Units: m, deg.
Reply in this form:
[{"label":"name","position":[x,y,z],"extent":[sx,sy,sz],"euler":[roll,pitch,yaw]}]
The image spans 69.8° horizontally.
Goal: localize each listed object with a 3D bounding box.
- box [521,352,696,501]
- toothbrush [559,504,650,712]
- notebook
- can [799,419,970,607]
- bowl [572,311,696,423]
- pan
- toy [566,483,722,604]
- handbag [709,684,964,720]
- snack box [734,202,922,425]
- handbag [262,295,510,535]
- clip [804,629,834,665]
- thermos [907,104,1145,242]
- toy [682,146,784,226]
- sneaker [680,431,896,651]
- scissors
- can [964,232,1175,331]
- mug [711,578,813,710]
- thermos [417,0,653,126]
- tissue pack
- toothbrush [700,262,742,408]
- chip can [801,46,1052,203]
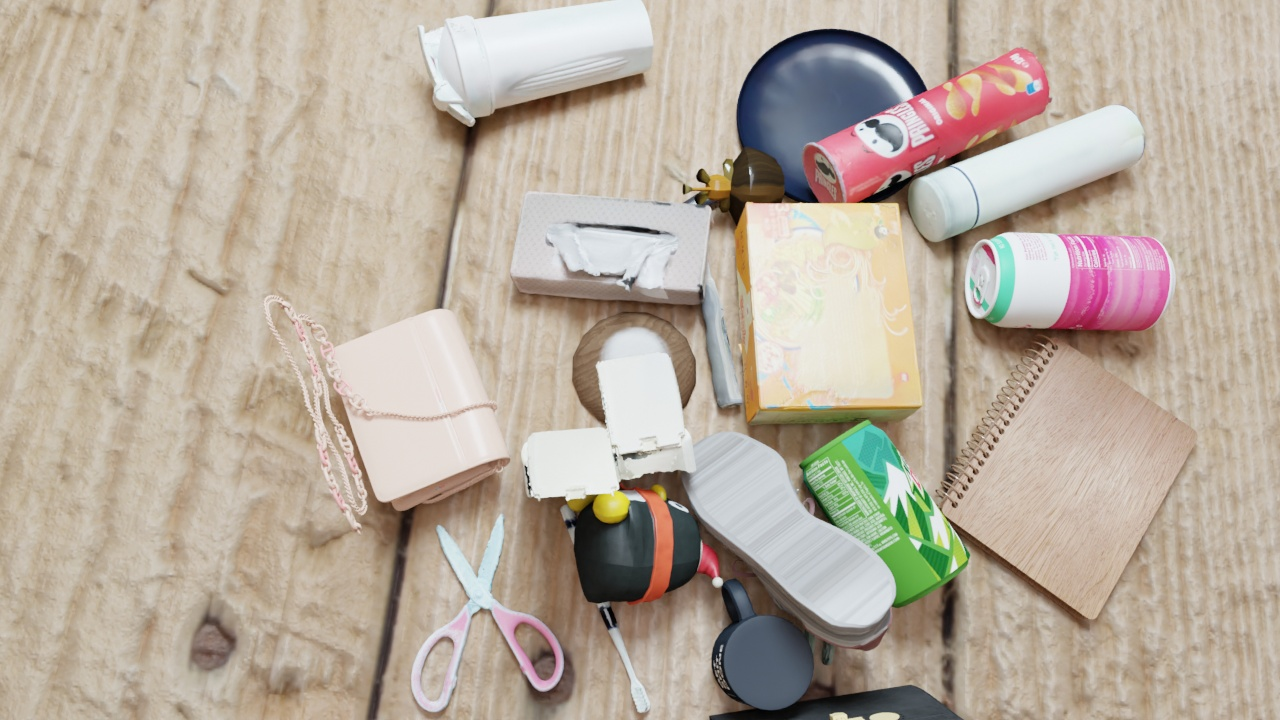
[{"label":"box","position":[-0.027,0.052,0.732],"extent":[0.143,0.194,0.101],"euler":[-9,96,-8]},{"label":"toothbrush","position":[-0.032,0.210,0.787],"extent":[0.012,0.017,0.186],"euler":[-23,75,-1]},{"label":"notebook","position":[0.386,0.100,0.839],"extent":[0.169,0.022,0.210],"euler":[36,75,7]},{"label":"can","position":[0.207,0.130,0.788],"extent":[0.083,0.083,0.144],"euler":[-30,76,-11]},{"label":"bowl","position":[-0.005,0.005,0.845],"extent":[0.118,0.030,0.117],"euler":[1,73,-2]},{"label":"pan","position":[0.131,-0.203,0.921],"extent":[0.356,0.021,0.198],"euler":[-33,79,-8]},{"label":"toy","position":[0.003,0.154,0.770],"extent":[0.119,0.098,0.099],"euler":[4,88,-25]},{"label":"handbag","position":[0.154,0.293,0.676],"extent":[0.175,0.196,0.072],"euler":[-7,73,-5]},{"label":"snack box","position":[0.164,-0.041,0.840],"extent":[0.145,0.081,0.195],"euler":[-1,73,-4]},{"label":"handbag","position":[-0.190,0.033,0.745],"extent":[0.116,0.187,0.198],"euler":[-24,70,-2]},{"label":"clip","position":[0.155,0.222,0.789],"extent":[0.047,0.023,0.076],"euler":[8,71,2]},{"label":"thermos","position":[0.379,-0.185,0.904],"extent":[0.230,0.068,0.068],"euler":[-21,75,-8]},{"label":"toy","position":[0.087,-0.163,0.871],"extent":[0.100,0.062,0.076],"euler":[-3,113,-15]},{"label":"sneaker","position":[0.118,0.155,0.767],"extent":[0.099,0.089,0.236],"euler":[-29,44,-15]},{"label":"scissors","position":[-0.147,0.221,0.780],"extent":[0.158,0.014,0.172],"euler":[-32,77,-12]},{"label":"can","position":[0.399,-0.073,0.858],"extent":[0.166,0.088,0.088],"euler":[1,73,-2]},{"label":"mug","position":[0.092,0.231,0.754],"extent":[0.071,0.077,0.105],"euler":[-19,74,-8]},{"label":"thermos","position":[-0.100,-0.300,0.906],"extent":[0.220,0.099,0.099],"euler":[-14,74,-11]},{"label":"tissue pack","position":[-0.027,-0.103,0.850],"extent":[0.181,0.071,0.103],"euler":[7,70,4]},{"label":"toothbrush","position":[0.069,-0.046,0.867],"extent":[0.024,0.022,0.185],"euler":[-11,74,9]},{"label":"chip can","position":[0.274,-0.221,0.879],"extent":[0.233,0.073,0.073],"euler":[-26,76,-7]}]
